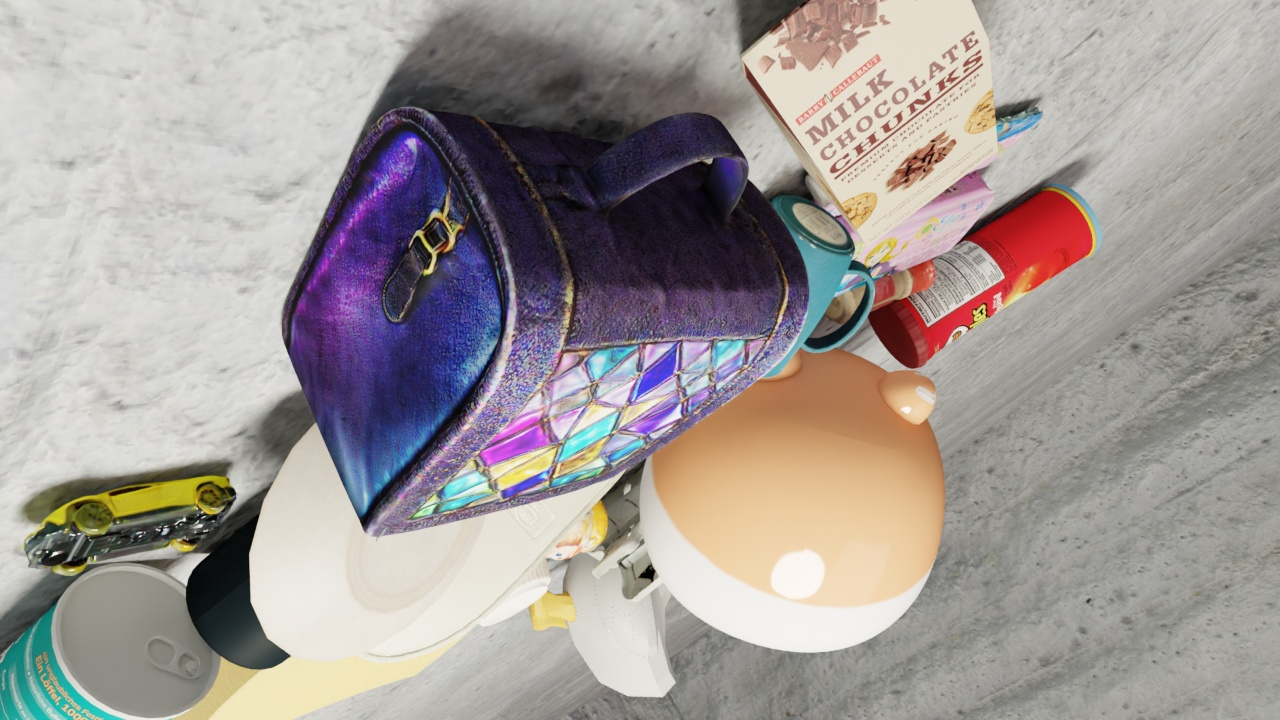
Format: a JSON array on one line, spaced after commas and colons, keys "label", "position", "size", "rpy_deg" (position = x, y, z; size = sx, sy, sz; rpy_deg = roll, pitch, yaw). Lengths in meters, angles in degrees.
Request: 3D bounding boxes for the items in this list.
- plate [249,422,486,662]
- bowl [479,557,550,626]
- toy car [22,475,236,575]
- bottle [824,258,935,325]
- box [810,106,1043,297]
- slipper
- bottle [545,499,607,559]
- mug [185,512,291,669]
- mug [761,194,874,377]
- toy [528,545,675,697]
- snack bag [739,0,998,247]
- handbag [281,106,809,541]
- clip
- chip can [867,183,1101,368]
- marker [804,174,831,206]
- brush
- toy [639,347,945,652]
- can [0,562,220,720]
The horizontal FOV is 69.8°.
[{"label": "plate", "position": [-0.144, 0.097, 0.553], "size": [0.188, 0.027, 0.189], "rpy_deg": [-36, 136, -45]}, {"label": "bowl", "position": [-0.142, 0.224, 0.937], "size": [0.115, 0.062, 0.115], "rpy_deg": [-28, 159, -12]}, {"label": "toy car", "position": [-0.269, 0.085, 0.488], "size": [0.049, 0.030, 0.106], "rpy_deg": [-43, 159, 29]}, {"label": "bottle", "position": [0.209, -0.067, 0.812], "size": [0.109, 0.044, 0.044], "rpy_deg": [-22, 157, -25]}, {"label": "box", "position": [0.200, -0.116, 0.707], "size": [0.229, 0.035, 0.159], "rpy_deg": [-21, 154, -30]}, {"label": "slipper", "position": [-0.114, 0.117, 0.697], "size": [0.273, 0.054, 0.114], "rpy_deg": [-39, 125, -19]}, {"label": "bottle", "position": [-0.082, 0.160, 0.878], "size": [0.108, 0.063, 0.063], "rpy_deg": [-5, 146, -51]}, {"label": "mug", "position": [-0.222, 0.132, 0.607], "size": [0.094, 0.085, 0.121], "rpy_deg": [-37, -173, 12]}, {"label": "mug", "position": [0.104, -0.049, 0.623], "size": [0.112, 0.084, 0.104], "rpy_deg": [21, 126, -17]}, {"label": "toy", "position": [-0.002, 0.276, 1.104], "size": [0.267, 0.246, 0.141], "rpy_deg": [-5, 154, -8]}, {"label": "snack bag", "position": [0.119, -0.141, 0.475], "size": [0.094, 0.070, 0.206], "rpy_deg": [-37, 159, 13]}, {"label": "handbag", "position": [-0.037, -0.027, 0.431], "size": [0.204, 0.125, 0.223], "rpy_deg": [-5, 149, -51]}, {"label": "clip", "position": [-0.005, 0.175, 0.940], "size": [0.081, 0.147, 0.125], "rpy_deg": [34, 116, -24]}, {"label": "chip can", "position": [0.330, -0.082, 0.889], "size": [0.213, 0.087, 0.087], "rpy_deg": [-32, 160, -5]}, {"label": "marker", "position": [0.166, -0.145, 0.596], "size": [0.126, 0.025, 0.025], "rpy_deg": [-34, 160, 4]}, {"label": "brush", "position": [-0.250, 0.223, 0.762], "size": [0.249, 0.075, 0.196], "rpy_deg": [-7, 148, -49]}, {"label": "toy", "position": [0.136, 0.106, 0.807], "size": [0.265, 0.263, 0.281], "rpy_deg": [-72, 177, -53]}, {"label": "can", "position": [-0.342, 0.203, 0.552], "size": [0.144, 0.099, 0.099], "rpy_deg": [-39, 159, 16]}]
